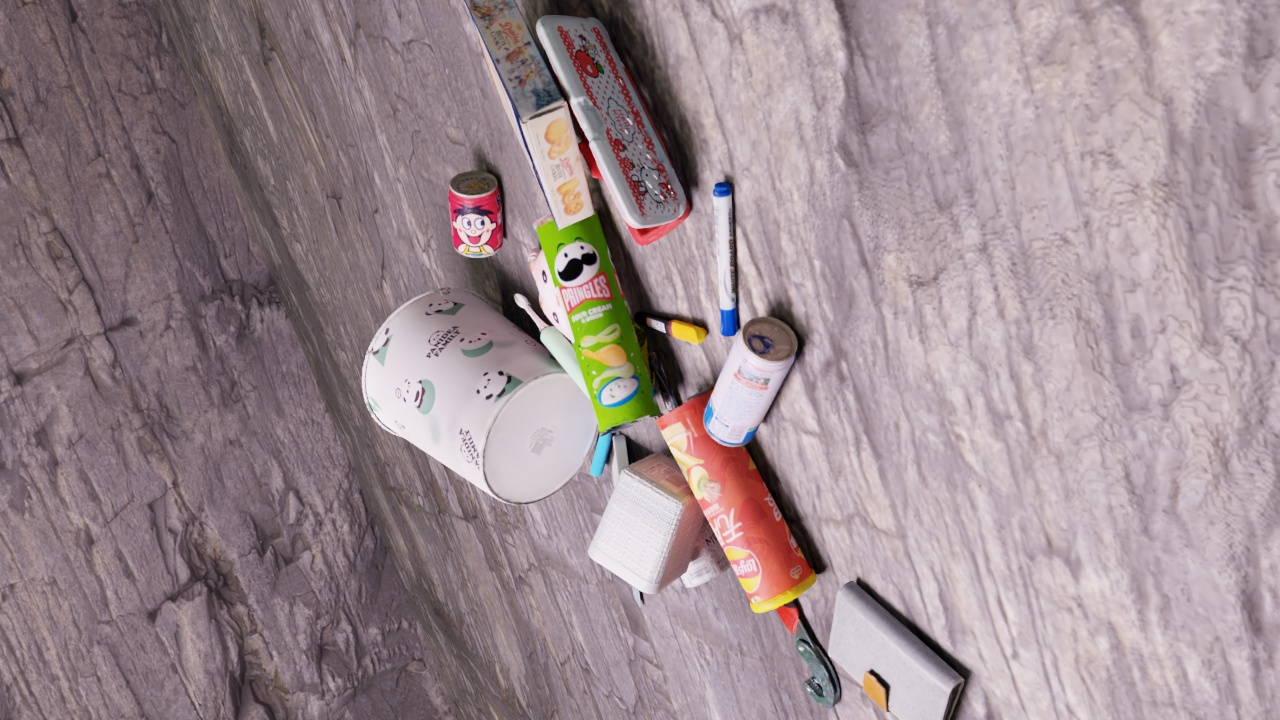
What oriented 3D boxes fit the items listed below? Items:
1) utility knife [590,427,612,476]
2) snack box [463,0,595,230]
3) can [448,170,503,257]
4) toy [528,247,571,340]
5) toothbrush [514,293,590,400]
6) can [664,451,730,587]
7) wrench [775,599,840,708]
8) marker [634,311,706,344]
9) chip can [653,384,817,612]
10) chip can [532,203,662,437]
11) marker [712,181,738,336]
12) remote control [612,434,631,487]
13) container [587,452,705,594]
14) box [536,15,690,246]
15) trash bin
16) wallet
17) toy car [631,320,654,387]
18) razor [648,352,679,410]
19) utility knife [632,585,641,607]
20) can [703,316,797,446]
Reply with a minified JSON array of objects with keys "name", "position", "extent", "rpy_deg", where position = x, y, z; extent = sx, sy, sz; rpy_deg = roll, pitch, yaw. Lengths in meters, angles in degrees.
[{"name":"utility knife","position":[-0.038,0.070,1.128],"extent":[0.018,0.034,0.235],"rpy_deg":[15,138,0]},{"name":"snack box","position":[-0.106,-0.246,0.875],"extent":[0.178,0.046,0.182],"rpy_deg":[76,170,-67]},{"name":"can","position":[-0.210,-0.188,1.175],"extent":[0.066,0.066,0.094],"rpy_deg":[44,145,35]},{"name":"toy","position":[-0.093,-0.081,1.077],"extent":[0.159,0.054,0.121],"rpy_deg":[24,132,62]},{"name":"toothbrush","position":[-0.093,-0.012,1.095],"extent":[0.026,0.027,0.224],"rpy_deg":[-52,56,15]},{"name":"can","position":[0.045,0.179,1.037],"extent":[0.146,0.058,0.058],"rpy_deg":[63,153,5]},{"name":"wrench","position":[0.142,0.241,0.964],"extent":[0.273,0.016,0.056],"rpy_deg":[64,152,1]},{"name":"marker","position":[0.028,-0.036,0.940],"extent":[0.124,0.015,0.018],"rpy_deg":[20,127,57]},{"name":"chip can","position":[0.093,0.135,0.905],"extent":[0.216,0.073,0.073],"rpy_deg":[62,152,7]},{"name":"chip can","position":[-0.045,-0.042,0.963],"extent":[0.072,0.072,0.236],"rpy_deg":[-24,83,63]},{"name":"marker","position":[0.075,-0.087,0.813],"extent":[0.017,0.016,0.146],"rpy_deg":[33,138,46]},{"name":"remote control","position":[-0.020,0.139,1.100],"extent":[0.124,0.024,0.049],"rpy_deg":[-99,0,-65]},{"name":"container","position":[0.014,0.166,0.965],"extent":[0.090,0.090,0.112],"rpy_deg":[27,112,24]},{"name":"box","position":[-0.037,-0.201,0.825],"extent":[0.110,0.099,0.201],"rpy_deg":[-29,86,52]},{"name":"trash bin","position":[-0.200,0.050,1.201],"extent":[0.252,0.229,0.230],"rpy_deg":[28,136,41]},{"name":"wallet","position":[0.223,0.277,0.829],"extent":[0.130,0.036,0.107],"rpy_deg":[39,142,40]},{"name":"toy car","position":[-0.006,0.006,1.014],"extent":[0.048,0.032,0.105],"rpy_deg":[2,103,53]},{"name":"razor","position":[0.035,0.056,0.994],"extent":[0.042,0.022,0.143],"rpy_deg":[-80,-25,-73]},{"name":"utility knife","position":[-0.013,0.260,1.255],"extent":[0.031,0.021,0.202],"rpy_deg":[38,147,51]},{"name":"can","position":[0.097,0.021,0.823],"extent":[0.053,0.053,0.135],"rpy_deg":[52,150,24]}]
